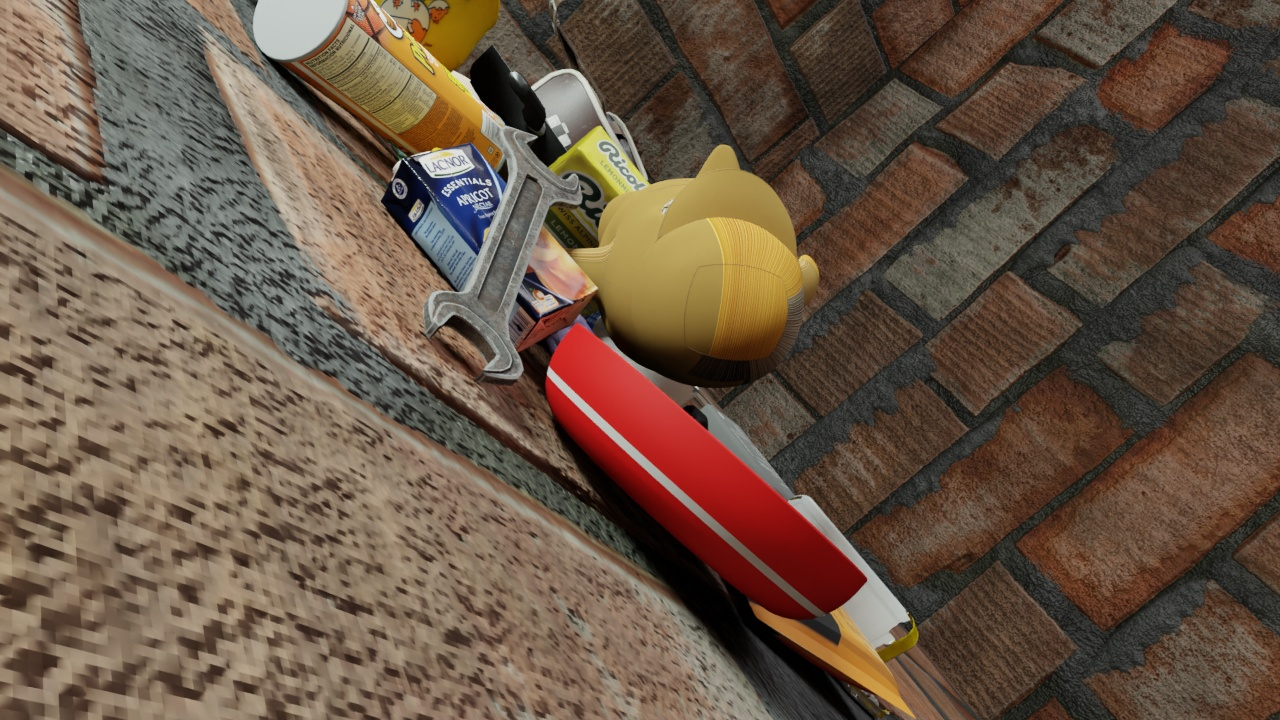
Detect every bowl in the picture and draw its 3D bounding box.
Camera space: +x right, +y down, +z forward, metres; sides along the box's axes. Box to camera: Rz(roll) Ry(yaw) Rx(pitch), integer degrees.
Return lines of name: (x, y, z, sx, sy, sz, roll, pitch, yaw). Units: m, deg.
bowl: (-0.005, 0.005, 0.839, 0.113, 0.063, 0.113, 48, 4, -4)

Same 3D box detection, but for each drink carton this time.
drink carton: (-0.092, -0.071, 0.561, 0.130, 0.040, 0.064, 49, 39, 8)

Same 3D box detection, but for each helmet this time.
helmet: (-0.104, -0.285, 1.187, 0.233, 0.254, 0.233, 64, 11, 8)
helmet: (-0.246, -0.313, 0.760, 0.240, 0.140, 0.209, 29, 13, -32)

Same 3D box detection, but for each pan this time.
pan: (0.030, 0.061, 0.581, 0.209, 0.067, 0.356, 42, -3, -1)
pan: (-0.100, -0.211, 0.845, 0.204, 0.044, 0.355, 55, 4, -4)

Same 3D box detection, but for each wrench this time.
wrench: (-0.072, -0.071, 0.518, 0.070, 0.010, 0.272, 36, 28, -18)

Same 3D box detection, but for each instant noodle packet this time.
instant noodle packet: (0.100, 0.156, 0.677, 0.160, 0.032, 0.220, 37, 8, -26)

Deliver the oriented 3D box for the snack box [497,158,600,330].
snack box: (-0.083, -0.099, 0.958, 0.155, 0.069, 0.202, 52, 4, 34)

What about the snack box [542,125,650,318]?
snack box: (-0.054, -0.097, 0.753, 0.121, 0.045, 0.181, 48, -40, -16)

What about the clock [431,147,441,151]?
clock: (-0.120, -0.099, 0.677, 0.113, 0.052, 0.151, 48, 8, -4)

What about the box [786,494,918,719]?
box: (0.166, 0.195, 0.781, 0.079, 0.080, 0.209, 44, 4, -26)

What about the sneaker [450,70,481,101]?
sneaker: (-0.150, -0.192, 1.031, 0.294, 0.112, 0.116, 48, 25, -27)

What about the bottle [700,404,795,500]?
bottle: (0.116, 0.129, 0.942, 0.174, 0.046, 0.083, 53, 10, 34)

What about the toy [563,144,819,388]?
toy: (0.040, -0.055, 0.590, 0.203, 0.198, 0.163, -112, -155, -74)

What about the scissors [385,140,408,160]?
scissors: (-0.196, -0.169, 0.776, 0.170, 0.028, 0.138, 41, 10, -37)

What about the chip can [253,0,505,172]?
chip can: (-0.184, -0.205, 0.691, 0.075, 0.075, 0.215, 50, 8, 24)

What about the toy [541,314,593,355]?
toy: (-0.055, -0.018, 0.675, 0.099, 0.036, 0.080, 54, -2, 39)
